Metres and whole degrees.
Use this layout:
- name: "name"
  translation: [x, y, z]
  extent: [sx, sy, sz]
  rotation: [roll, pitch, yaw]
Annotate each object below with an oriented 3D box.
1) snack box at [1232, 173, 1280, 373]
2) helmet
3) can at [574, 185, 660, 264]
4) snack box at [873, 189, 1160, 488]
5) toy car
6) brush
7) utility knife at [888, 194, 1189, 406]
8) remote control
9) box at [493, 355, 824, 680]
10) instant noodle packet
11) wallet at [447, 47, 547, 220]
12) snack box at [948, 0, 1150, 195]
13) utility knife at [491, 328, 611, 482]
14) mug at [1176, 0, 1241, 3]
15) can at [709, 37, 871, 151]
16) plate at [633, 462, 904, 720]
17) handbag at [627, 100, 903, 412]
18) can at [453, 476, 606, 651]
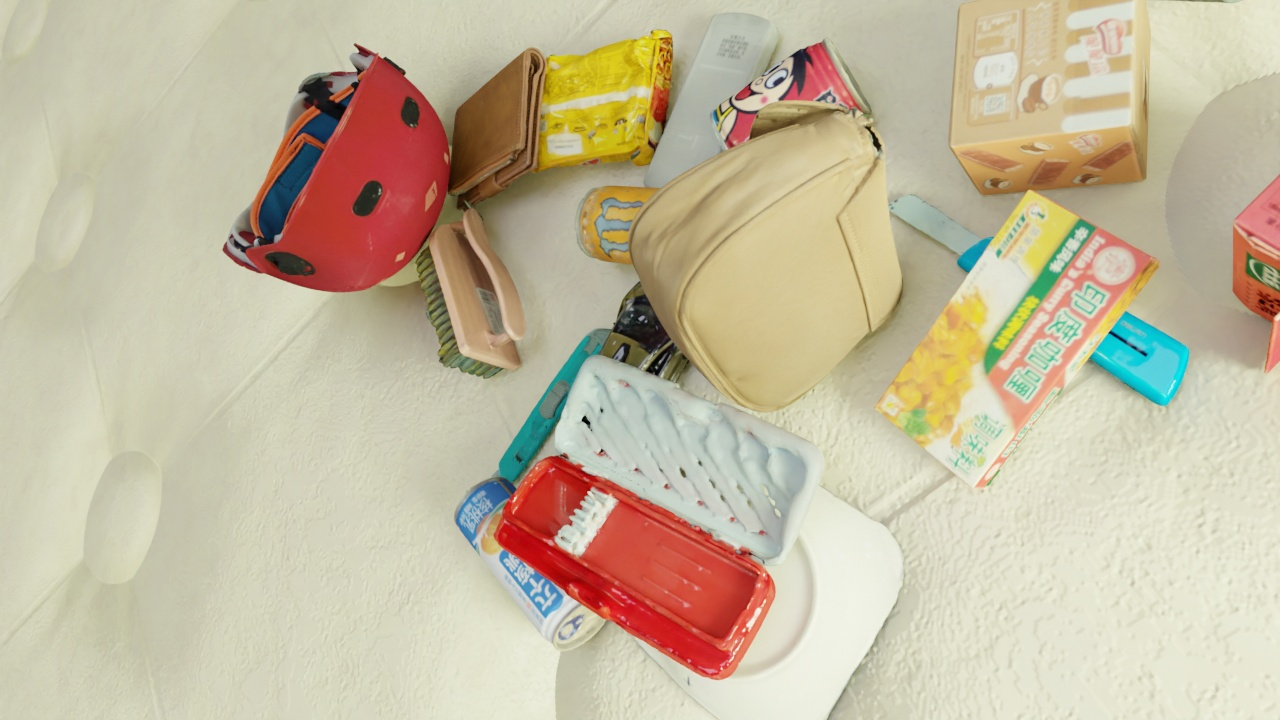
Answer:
- name: "snack box"
  translation: [0.323, -0.065, 0.428]
  extent: [0.127, 0.113, 0.044]
  rotation: [-49, 57, 12]
- name: "helmet"
  translation: [-0.238, -0.150, 0.791]
  extent: [0.240, 0.144, 0.206]
  rotation: [0, 65, 53]
- name: "can"
  translation: [0.026, -0.095, 0.665]
  extent: [0.146, 0.058, 0.058]
  rotation: [10, 82, 33]
- name: "snack box"
  translation: [0.210, -0.011, 0.525]
  extent: [0.077, 0.027, 0.156]
  rotation: [44, 113, 34]
- name: "toy car"
  translation: [-0.004, 0.004, 0.672]
  extent: [0.070, 0.042, 0.158]
  rotation: [26, 89, 35]
- name: "brush"
  translation: [-0.141, -0.059, 0.766]
  extent: [0.073, 0.063, 0.145]
  rotation: [-37, 58, 24]
- name: "utility knife"
  translation: [0.227, -0.047, 0.546]
  extent: [0.034, 0.018, 0.208]
  rotation: [-53, 54, 10]
- name: "remote control"
  translation: [0.054, -0.191, 0.698]
  extent: [0.058, 0.021, 0.150]
  rotation: [24, 90, 34]
- name: "box"
  translation: [0.007, 0.093, 0.595]
  extent: [0.201, 0.050, 0.160]
  rotation: [23, 82, 36]
- name: "instant noodle packet"
  translation: [-0.035, -0.206, 0.749]
  extent: [0.129, 0.044, 0.110]
  rotation: [3, 80, 36]
- name: "wallet"
  translation: [-0.127, -0.190, 0.791]
  extent: [0.131, 0.035, 0.119]
  rotation: [-14, 73, 52]
- name: "snack box"
  translation: [0.239, -0.156, 0.532]
  extent: [0.095, 0.077, 0.092]
  rotation: [0, 76, 34]
- name: "utility knife"
  translation: [-0.075, 0.045, 0.722]
  extent: [0.029, 0.013, 0.178]
  rotation: [40, 100, 36]
- name: "mug"
  translation: [0.297, -0.262, 0.513]
  extent: [0.103, 0.083, 0.124]
  rotation: [26, 88, 49]
- name: "can"
  translation: [0.104, -0.170, 0.632]
  extent: [0.094, 0.066, 0.066]
  rotation: [-30, 62, 23]
- name: "plate"
  translation: [0.067, 0.147, 0.587]
  extent: [0.164, 0.034, 0.163]
  rotation: [30, 94, 35]
- name: "handbag"
  translation: [0.077, -0.057, 0.539]
  extent: [0.148, 0.204, 0.099]
  rotation: [-36, 60, 2]
- name: "can"
  translation: [-0.081, 0.147, 0.672]
  extent: [0.134, 0.053, 0.053]
  rotation: [42, 100, 34]
